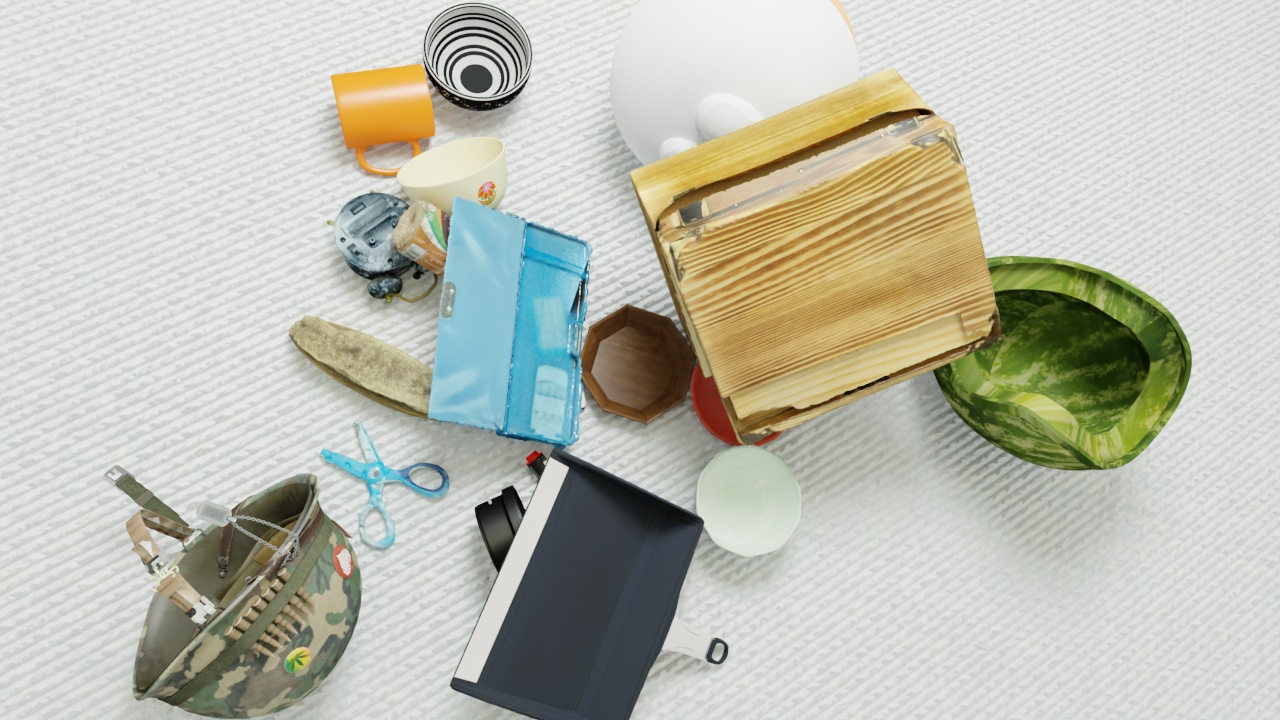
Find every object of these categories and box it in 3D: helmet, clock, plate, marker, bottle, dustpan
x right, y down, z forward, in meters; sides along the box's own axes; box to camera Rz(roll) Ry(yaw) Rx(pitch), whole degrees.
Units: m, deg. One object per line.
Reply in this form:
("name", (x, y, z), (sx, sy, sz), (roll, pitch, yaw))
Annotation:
("helmet", (-0.357, 0.193, 0.801), (0.236, 0.193, 0.224), (31, 85, -31))
("clock", (-0.268, -0.119, 0.973), (0.090, 0.052, 0.129), (-40, 87, -18))
("clock", (-0.126, 0.185, 0.912), (0.042, 0.091, 0.120), (-22, 78, -6))
("plate", (-0.006, 0.006, 1.013), (0.131, 0.025, 0.131), (3, 76, -11))
("marker", (-0.069, 0.154, 0.967), (0.023, 0.021, 0.145), (-39, 87, -25))
("bottle", (-0.176, -0.102, 0.962), (0.167, 0.059, 0.059), (32, 70, -33))
("dustpan", (-0.017, 0.248, 0.903), (0.273, 0.080, 0.236), (35, 72, -43))
("helmet", (0.440, 0.000, 1.000), (0.243, 0.247, 0.213), (34, 95, -43))

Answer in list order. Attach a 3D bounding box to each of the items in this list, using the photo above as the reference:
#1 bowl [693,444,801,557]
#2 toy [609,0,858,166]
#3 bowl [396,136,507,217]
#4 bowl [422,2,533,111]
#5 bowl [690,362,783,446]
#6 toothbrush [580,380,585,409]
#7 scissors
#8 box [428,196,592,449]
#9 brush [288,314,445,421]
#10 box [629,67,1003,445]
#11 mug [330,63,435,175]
("bowl", (0.108, 0.152, 0.984), (0.117, 0.061, 0.117), (3, 76, -11))
("toy", (0.110, -0.312, 0.997), (0.265, 0.264, 0.279), (35, 53, -15))
("bowl", (-0.192, -0.181, 0.988), (0.117, 0.118, 0.074), (-28, 126, -17))
("bowl", (-0.184, -0.332, 1.034), (0.120, 0.066, 0.120), (3, 76, -11))
("bowl", (0.111, 0.039, 1.025), (0.122, 0.035, 0.122), (3, 76, -11))
("toothbrush", (-0.090, -0.035, 1.010), (0.015, 0.016, 0.186), (-15, 80, -18))
("scissors", (-0.257, 0.117, 0.941), (0.127, 0.012, 0.137), (-20, 80, -15))
("box", (-0.130, -0.037, 0.936), (0.174, 0.034, 0.231), (17, 71, -39))
("brush", (-0.272, 0.008, 0.946), (0.195, 0.043, 0.059), (28, 72, -3))
("box", (0.166, -0.100, 0.877), (0.279, 0.259, 0.220), (-21, 48, 2))
("mug", (-0.276, -0.259, 1.000), (0.096, 0.077, 0.113), (-12, 108, -15))
